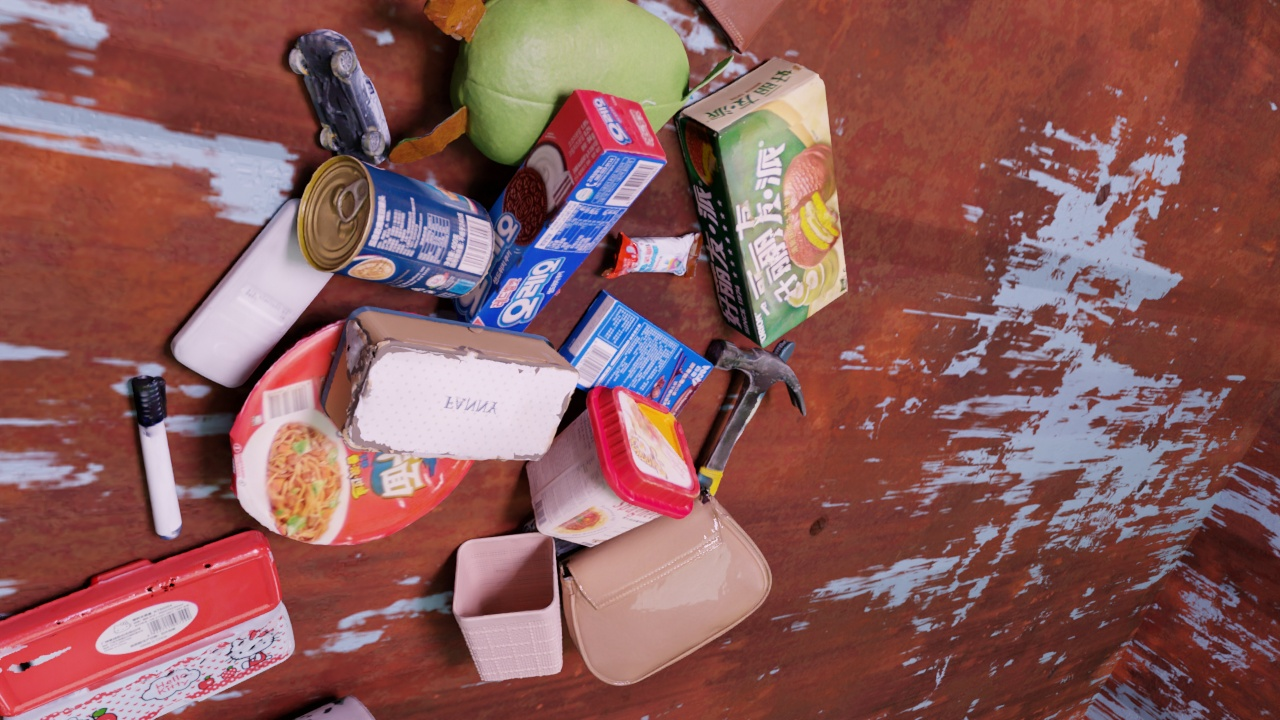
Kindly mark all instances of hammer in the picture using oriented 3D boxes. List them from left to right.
[{"bbox_3d":[0.072,0.133,0.978,0.126,0.032,0.324,15,111,-24],"label":"hammer"}]

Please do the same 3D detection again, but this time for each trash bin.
[{"bbox_3d":[-0.317,0.419,0.744,0.251,0.230,0.230,-23,129,-34],"label":"trash bin"}]

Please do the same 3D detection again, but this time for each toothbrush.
[{"bbox_3d":[0.111,0.059,0.989,0.016,0.018,0.192,21,105,-41],"label":"toothbrush"}]

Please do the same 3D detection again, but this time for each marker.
[{"bbox_3d":[-0.334,0.069,0.638,0.022,0.018,0.131,-20,128,-40],"label":"marker"}]

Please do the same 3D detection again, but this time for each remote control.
[{"bbox_3d":[-0.256,-0.045,0.624,0.136,0.020,0.056,-52,137,-3],"label":"remote control"}]

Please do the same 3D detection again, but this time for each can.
[{"bbox_3d":[-0.162,-0.086,0.621,0.111,0.075,0.075,11,110,-54],"label":"can"}]

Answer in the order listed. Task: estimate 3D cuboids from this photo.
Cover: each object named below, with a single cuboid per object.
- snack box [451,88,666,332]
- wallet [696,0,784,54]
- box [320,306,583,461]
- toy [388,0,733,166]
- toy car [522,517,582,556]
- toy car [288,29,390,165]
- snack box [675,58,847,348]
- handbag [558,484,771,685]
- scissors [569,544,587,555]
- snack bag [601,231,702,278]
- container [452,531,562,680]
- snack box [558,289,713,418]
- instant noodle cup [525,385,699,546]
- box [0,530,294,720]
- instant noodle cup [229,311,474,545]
[{"bbox_3d":[-0.068,-0.094,0.648,0.057,0.058,0.208,-2,149,-42],"label":"snack box"},{"bbox_3d":[0.076,-0.315,0.711,0.101,0.032,0.124,-52,135,5],"label":"wallet"},{"bbox_3d":[-0.126,0.021,0.653,0.184,0.059,0.090,11,110,-44],"label":"box"},{"bbox_3d":[-0.056,-0.196,0.638,0.246,0.090,0.228,-11,139,-40],"label":"toy"},{"bbox_3d":[-0.068,0.161,0.898,0.105,0.031,0.049,-17,130,-27],"label":"toy car"},{"bbox_3d":[-0.188,-0.167,0.586,0.034,0.043,0.091,-55,146,-37],"label":"toy car"},{"bbox_3d":[0.116,-0.136,0.831,0.114,0.063,0.240,-33,133,-16],"label":"snack box"},{"bbox_3d":[0.019,0.219,0.913,0.204,0.100,0.148,-26,110,-10],"label":"handbag"},{"bbox_3d":[0.005,0.212,0.967,0.179,0.019,0.139,-7,118,-15],"label":"scissors"},{"bbox_3d":[0.012,-0.092,0.804,0.105,0.026,0.045,-6,117,-38],"label":"snack bag"},{"bbox_3d":[-0.118,0.233,0.851,0.090,0.090,0.111,-6,129,-2],"label":"container"},{"bbox_3d":[-0.005,0.005,0.851,0.157,0.026,0.084,32,96,-45],"label":"snack box"},{"bbox_3d":[-0.030,0.102,0.824,0.124,0.116,0.116,-35,141,26],"label":"instant noodle cup"},{"bbox_3d":[-0.370,0.220,0.692,0.200,0.038,0.158,-20,128,-29],"label":"box"},{"bbox_3d":[-0.211,0.041,0.684,0.193,0.066,0.194,-21,129,-29],"label":"instant noodle cup"}]
